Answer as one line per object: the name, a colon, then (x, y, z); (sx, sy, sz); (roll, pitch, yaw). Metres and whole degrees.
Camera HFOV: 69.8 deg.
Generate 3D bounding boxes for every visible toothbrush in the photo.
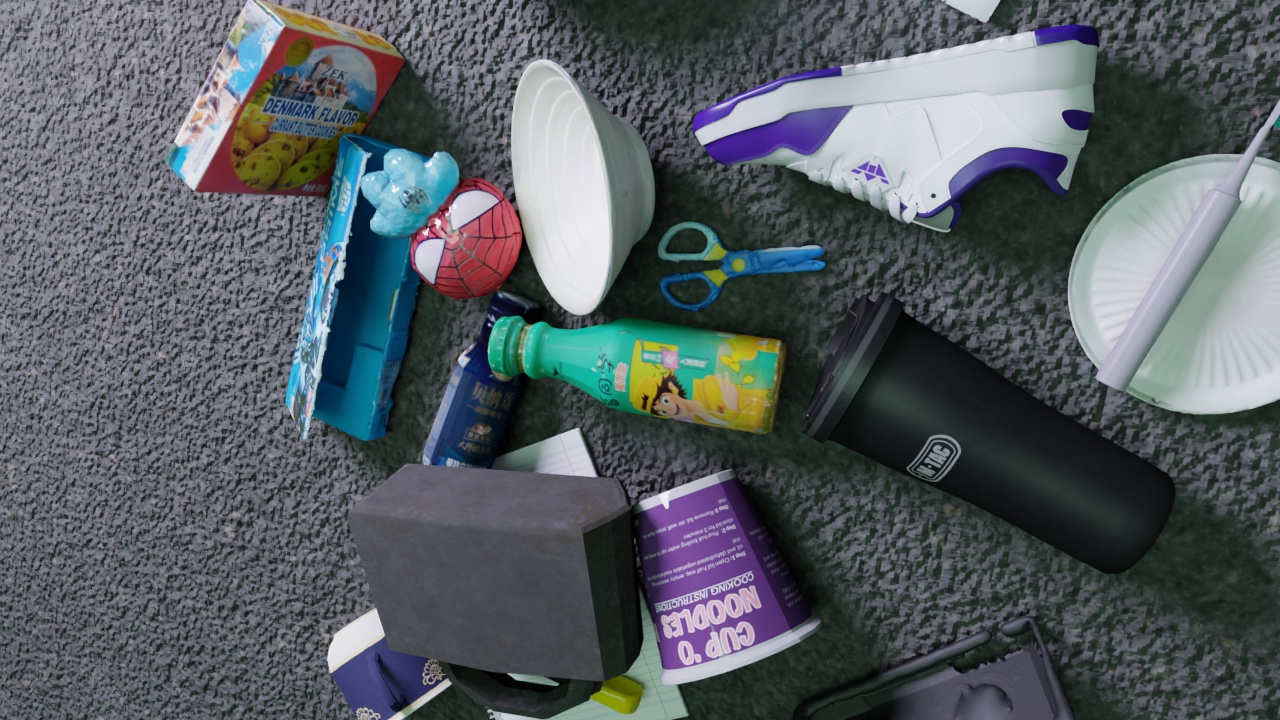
toothbrush: (0.328, -0.067, 0.544); (0.019, 0.018, 0.188); (28, 107, 13)

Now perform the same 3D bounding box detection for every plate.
plate: (0.346, -0.046, 0.560); (0.157, 0.014, 0.157); (3, 99, 21)

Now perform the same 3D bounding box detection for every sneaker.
sneaker: (0.159, -0.135, 0.586); (0.245, 0.091, 0.111); (-4, 105, 22)

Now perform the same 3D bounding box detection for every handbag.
handbag: (-0.091, 0.181, 0.690); (0.197, 0.102, 0.199); (2, 111, 18)

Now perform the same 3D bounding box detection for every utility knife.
utility knife: (-0.086, 0.242, 0.751); (0.188, 0.028, 0.020); (19, 103, 17)

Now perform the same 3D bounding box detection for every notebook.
notebook: (-0.083, 0.198, 0.765); (0.178, 0.013, 0.245); (-21, 90, 21)

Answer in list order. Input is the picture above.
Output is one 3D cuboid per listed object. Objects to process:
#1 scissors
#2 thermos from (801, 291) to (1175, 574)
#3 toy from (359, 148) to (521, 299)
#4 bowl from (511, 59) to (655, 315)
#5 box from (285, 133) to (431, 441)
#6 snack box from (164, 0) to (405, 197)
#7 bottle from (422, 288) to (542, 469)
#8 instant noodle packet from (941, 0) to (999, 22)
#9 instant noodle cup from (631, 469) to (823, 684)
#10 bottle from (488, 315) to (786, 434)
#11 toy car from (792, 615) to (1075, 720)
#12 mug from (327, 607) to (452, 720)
scissors: (0.072, -0.065, 0.665); (0.131, 0.022, 0.070); (3, 98, 18)
thermos: (0.214, 0.048, 0.584); (0.218, 0.105, 0.106); (30, 107, 10)
toy: (-0.148, -0.105, 0.698); (0.092, 0.062, 0.133); (-47, 121, 6)
bowl: (-0.034, -0.124, 0.650); (0.176, 0.057, 0.177); (44, 141, 51)
box: (-0.242, -0.057, 0.749); (0.092, 0.085, 0.244); (21, 105, 19)
snack box: (-0.269, -0.195, 0.708); (0.040, 0.142, 0.145); (43, 111, 11)
bottle: (-0.124, 0.023, 0.729); (0.056, 0.056, 0.161); (25, 99, 16)
instant noodle packet: (0.139, -0.343, 0.578); (0.269, 0.057, 0.147); (31, 109, 9)
instant noodle cup: (0.046, 0.151, 0.663); (0.137, 0.121, 0.122); (-32, 74, 50)
bottle: (-0.004, 0.004, 0.658); (0.210, 0.068, 0.068); (9, 101, 11)
toy car: (0.206, 0.261, 0.633); (0.192, 0.094, 0.071); (-33, 115, 21)
mug: (-0.217, 0.258, 0.776); (0.085, 0.112, 0.089); (-32, 82, -13)
